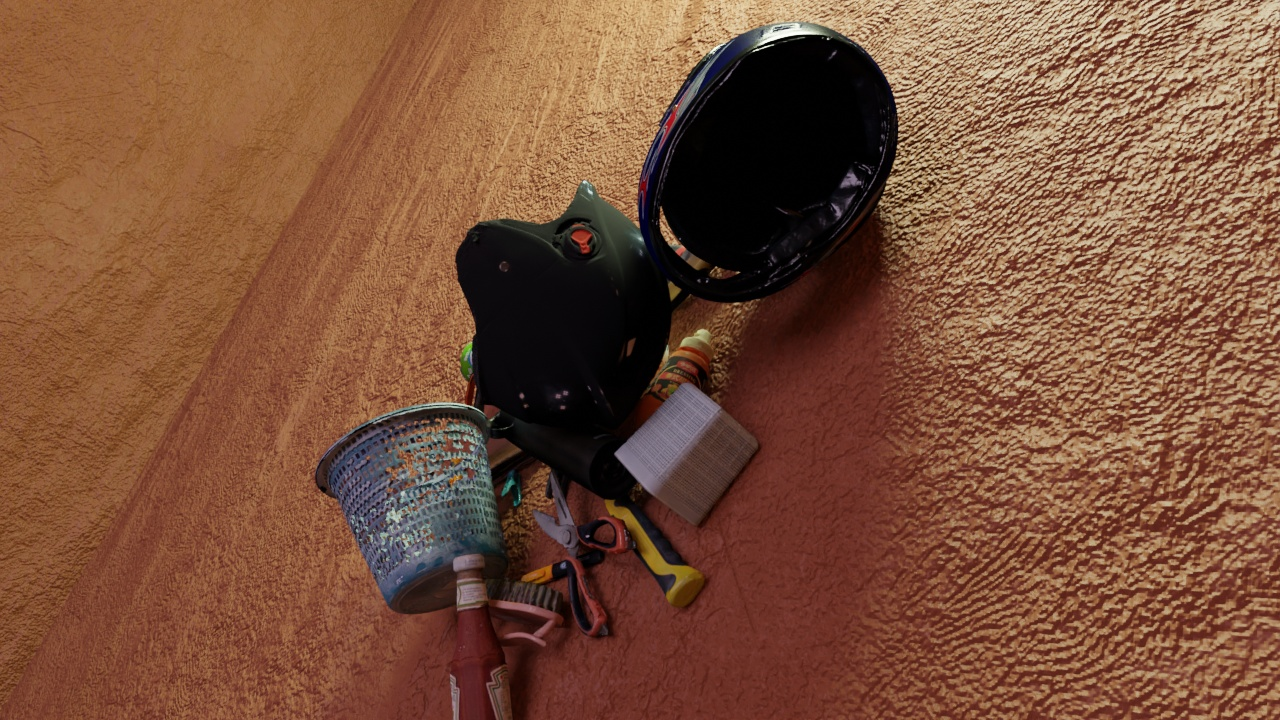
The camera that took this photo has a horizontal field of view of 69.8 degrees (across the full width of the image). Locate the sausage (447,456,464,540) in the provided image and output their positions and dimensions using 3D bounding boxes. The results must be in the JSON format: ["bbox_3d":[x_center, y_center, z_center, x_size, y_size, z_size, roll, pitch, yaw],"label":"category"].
[{"bbox_3d":[-0.260,0.195,1.295,0.021,0.021,0.165,-37,36,22],"label":"sausage"}]

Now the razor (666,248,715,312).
[{"bbox_3d":[0.063,-0.109,1.165,0.168,0.062,0.067,-49,65,15],"label":"razor"}]

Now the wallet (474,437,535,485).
[{"bbox_3d":[-0.179,0.111,1.268,0.125,0.032,0.101,-34,35,26],"label":"wallet"}]

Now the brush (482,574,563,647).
[{"bbox_3d":[-0.141,0.287,1.035,0.146,0.063,0.072,-7,54,45],"label":"brush"}]

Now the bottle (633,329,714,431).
[{"bbox_3d":[0.046,0.026,1.052,0.067,0.067,0.149,-6,49,48],"label":"bottle"}]

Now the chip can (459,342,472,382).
[{"bbox_3d":[-0.175,0.002,1.324,0.237,0.072,0.072,-3,58,50],"label":"chip can"}]

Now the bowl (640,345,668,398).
[{"bbox_3d":[-0.007,0.007,1.127,0.114,0.062,0.113,-30,41,30],"label":"bowl"}]

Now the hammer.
[{"bbox_3d":[-0.022,0.168,1.027,0.126,0.032,0.323,-51,34,3],"label":"hammer"}]

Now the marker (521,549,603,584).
[{"bbox_3d":[-0.091,0.240,1.058,0.124,0.015,0.018,-26,48,31],"label":"marker"}]

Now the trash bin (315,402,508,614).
[{"bbox_3d":[-0.262,0.194,1.131,0.227,0.226,0.195,-38,62,21],"label":"trash bin"}]

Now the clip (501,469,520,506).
[{"bbox_3d":[-0.169,0.167,1.212,0.013,0.038,0.055,-35,28,23],"label":"clip"}]

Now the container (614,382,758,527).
[{"bbox_3d":[0.050,0.094,0.957,0.111,0.090,0.090,-50,34,0],"label":"container"}]

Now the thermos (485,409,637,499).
[{"bbox_3d":[-0.102,0.100,1.079,0.243,0.089,0.068,16,113,54],"label":"thermos"}]

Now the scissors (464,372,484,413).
[{"bbox_3d":[-0.217,-0.004,1.301,0.221,0.021,0.229,53,129,35],"label":"scissors"}]

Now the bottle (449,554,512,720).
[{"bbox_3d":[-0.177,0.314,0.990,0.060,0.059,0.206,-23,67,36],"label":"bottle"}]

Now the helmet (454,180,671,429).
[{"bbox_3d":[-0.075,-0.054,1.007,0.274,0.230,0.234,-59,-4,-15],"label":"helmet"}]

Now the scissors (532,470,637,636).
[{"bbox_3d":[-0.068,0.207,1.017,0.227,0.015,0.188,-20,64,52],"label":"scissors"}]

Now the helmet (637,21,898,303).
[{"bbox_3d":[0.129,-0.206,1.000,0.315,0.247,0.240,-51,4,2],"label":"helmet"}]

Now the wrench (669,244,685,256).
[{"bbox_3d":[-0.008,-0.152,1.313,0.274,0.016,0.056,9,67,53],"label":"wrench"}]
